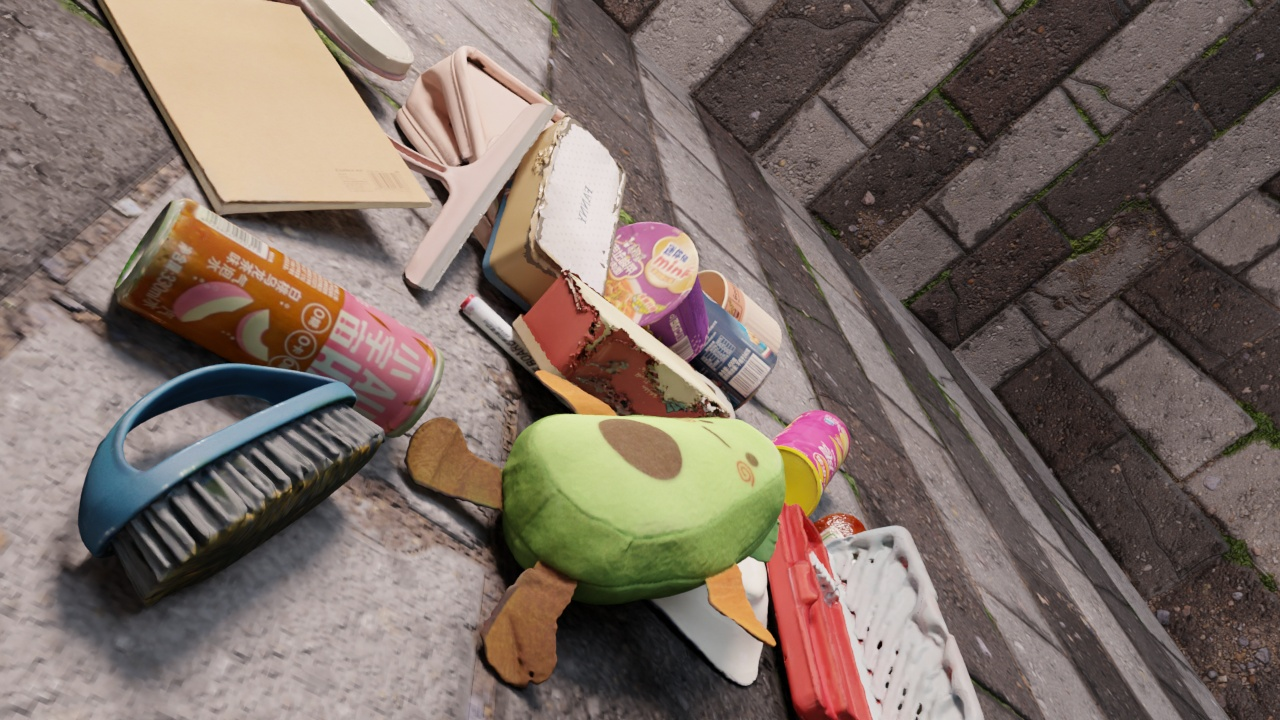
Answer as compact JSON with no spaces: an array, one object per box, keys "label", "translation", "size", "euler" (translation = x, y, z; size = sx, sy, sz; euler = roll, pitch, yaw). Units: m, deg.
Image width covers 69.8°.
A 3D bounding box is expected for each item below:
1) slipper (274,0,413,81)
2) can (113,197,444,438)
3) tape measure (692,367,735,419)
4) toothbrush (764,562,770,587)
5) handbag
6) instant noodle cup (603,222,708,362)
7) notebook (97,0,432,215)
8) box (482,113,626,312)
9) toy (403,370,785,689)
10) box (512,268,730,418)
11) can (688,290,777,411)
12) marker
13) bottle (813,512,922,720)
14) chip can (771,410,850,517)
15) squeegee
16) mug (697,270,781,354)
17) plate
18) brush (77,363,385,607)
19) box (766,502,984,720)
[{"label":"slipper","translation":[-0.309,-0.324,0.764],"size":[0.274,0.054,0.114],"euler":[40,21,-11]},{"label":"can","translation":[-0.172,-0.017,0.450],"size":[0.147,0.058,0.057],"euler":[34,23,-32]},{"label":"tape measure","translation":[0.056,0.042,0.846],"size":[0.065,0.034,0.066],"euler":[34,23,-28]},{"label":"toothbrush","translation":[0.066,0.110,0.762],"size":[0.181,0.016,0.018],"euler":[58,16,25]},{"label":"handbag","translation":[-0.107,-0.149,0.830],"size":[0.193,0.094,0.234],"euler":[21,40,-50]},{"label":"instant noodle cup","translation":[0.008,-0.049,0.802],"size":[0.111,0.111,0.099],"euler":[62,1,35]},{"label":"notebook","translation":[-0.248,-0.176,0.607],"size":[0.149,0.012,0.211],"euler":[-13,60,-49]},{"label":"box","translation":[-0.067,-0.112,0.750],"size":[0.090,0.061,0.183],"euler":[42,43,-32]},{"label":"toy","translation":[-0.005,0.080,0.530],"size":[0.246,0.090,0.227],"euler":[-7,48,-43]},{"label":"box","translation":[-0.004,0.004,0.688],"size":[0.168,0.076,0.091],"euler":[36,11,-43]},{"label":"can","translation":[0.072,-0.010,0.905],"size":[0.111,0.075,0.075],"euler":[41,20,-6]},{"label":"marker","translation":[-0.074,0.006,0.671],"size":[0.145,0.017,0.017],"euler":[43,20,-10]},{"label":"bottle","translation":[0.197,0.220,0.760],"size":[0.059,0.060,0.205],"euler":[31,25,-38]},{"label":"chip can","translation":[0.154,0.097,0.885],"size":[0.071,0.071,0.210],"euler":[50,20,8]},{"label":"squeegee","translation":[-0.216,-0.187,0.695],"size":[0.249,0.040,0.246],"euler":[32,48,-9]},{"label":"mug","translation":[0.092,-0.024,0.994],"size":[0.106,0.082,0.114],"euler":[33,50,-38]},{"label":"plate","translation":[0.039,0.128,0.643],"size":[0.163,0.034,0.164],"euler":[45,20,-7]},{"label":"brush","translation":[-0.163,0.037,0.368],"size":[0.073,0.055,0.143],"euler":[49,20,0]},{"label":"box","translation":[0.165,0.185,0.679],"size":[0.119,0.098,0.201],"euler":[49,20,-28]}]
